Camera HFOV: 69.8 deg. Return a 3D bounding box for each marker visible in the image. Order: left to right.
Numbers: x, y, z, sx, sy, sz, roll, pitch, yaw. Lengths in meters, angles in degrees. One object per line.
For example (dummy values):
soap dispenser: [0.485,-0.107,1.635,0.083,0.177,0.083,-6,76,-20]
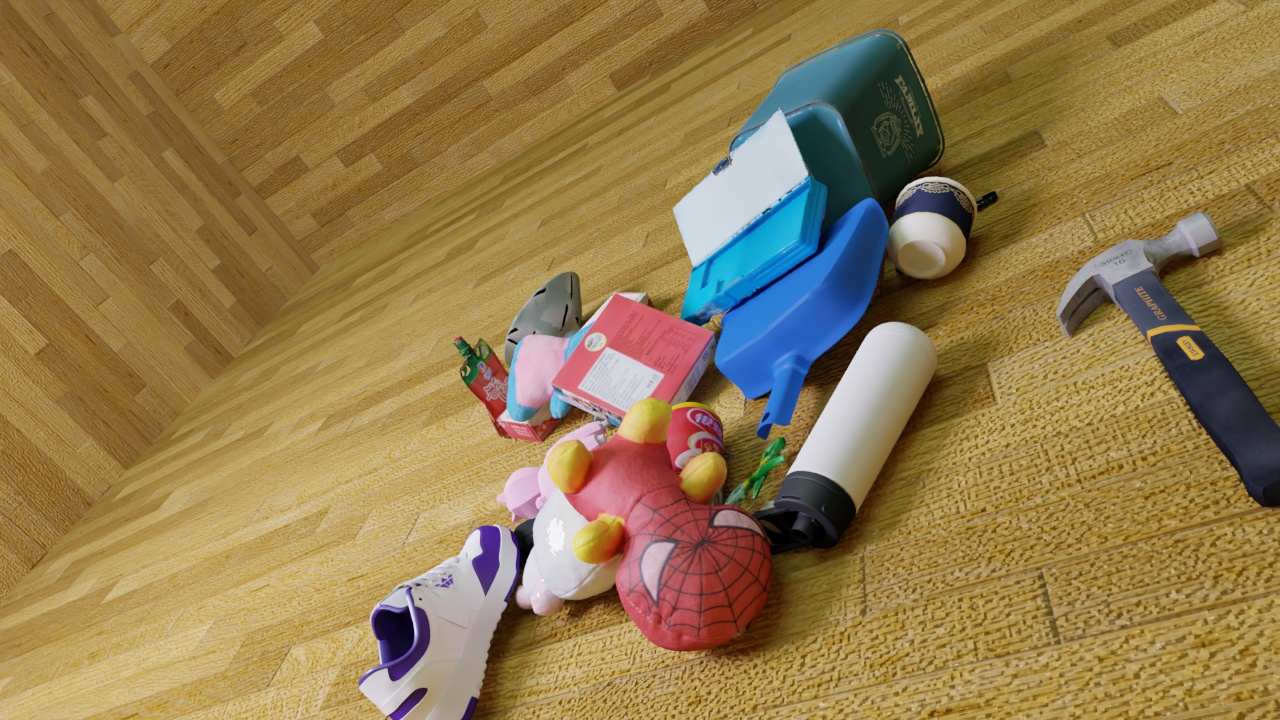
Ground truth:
marker: [0.350,-0.160,1.050,0.123,0.015,0.018,-29,23,9]

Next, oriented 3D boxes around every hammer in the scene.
hammer: [0.407,-0.008,0.671,0.140,0.035,0.311,-28,25,21]

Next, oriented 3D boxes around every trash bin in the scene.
trash bin: [0.234,-0.264,1.130,0.200,0.196,0.217,-15,21,39]

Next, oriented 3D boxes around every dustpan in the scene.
dustpan: [0.145,-0.020,0.938,0.246,0.059,0.256,-40,12,39]

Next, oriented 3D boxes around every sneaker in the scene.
sneaker: [-0.196,0.239,0.877,0.092,0.111,0.243,-45,19,30]

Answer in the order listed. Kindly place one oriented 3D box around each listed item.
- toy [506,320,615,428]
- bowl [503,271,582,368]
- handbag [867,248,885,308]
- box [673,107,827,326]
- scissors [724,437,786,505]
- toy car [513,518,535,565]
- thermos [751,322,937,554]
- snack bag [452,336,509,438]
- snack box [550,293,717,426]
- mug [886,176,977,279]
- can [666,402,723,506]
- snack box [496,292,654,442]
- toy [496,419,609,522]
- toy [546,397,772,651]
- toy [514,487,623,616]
toy: [-0.080,-0.001,1.185,0.192,0.099,0.223,-11,41,13]
bowl: [-0.126,-0.045,1.388,0.174,0.068,0.174,-49,-16,-20]
handbag: [0.208,-0.109,1.065,0.043,0.093,0.196,3,4,-21]
box: [0.124,-0.153,1.072,0.244,0.060,0.175,-34,54,55]
scissors: [0.099,0.109,0.813,0.108,0.012,0.131,-52,-4,16]
toy car: [-0.121,0.193,0.982,0.092,0.036,0.042,-24,26,23]
thermos: [0.176,0.067,0.801,0.101,0.068,0.229,-24,24,55]
snack bag: [-0.209,0.030,1.256,0.044,0.155,0.087,-16,29,29]
snack box: [-0.006,0.006,1.068,0.145,0.040,0.142,23,67,26]
mug: [0.302,-0.127,0.985,0.089,0.085,0.112,-61,-1,-40]
can: [0.047,0.100,0.897,0.067,0.067,0.124,-26,25,20]
snack box: [-0.084,0.005,1.281,0.077,0.044,0.272,4,45,47]
toy: [-0.088,0.131,1.005,0.158,0.067,0.123,-33,8,10]
toy: [0.020,0.139,0.749,0.147,0.099,0.216,-30,58,-11]
toy: [-0.063,0.178,0.874,0.180,0.101,0.138,-49,13,33]
